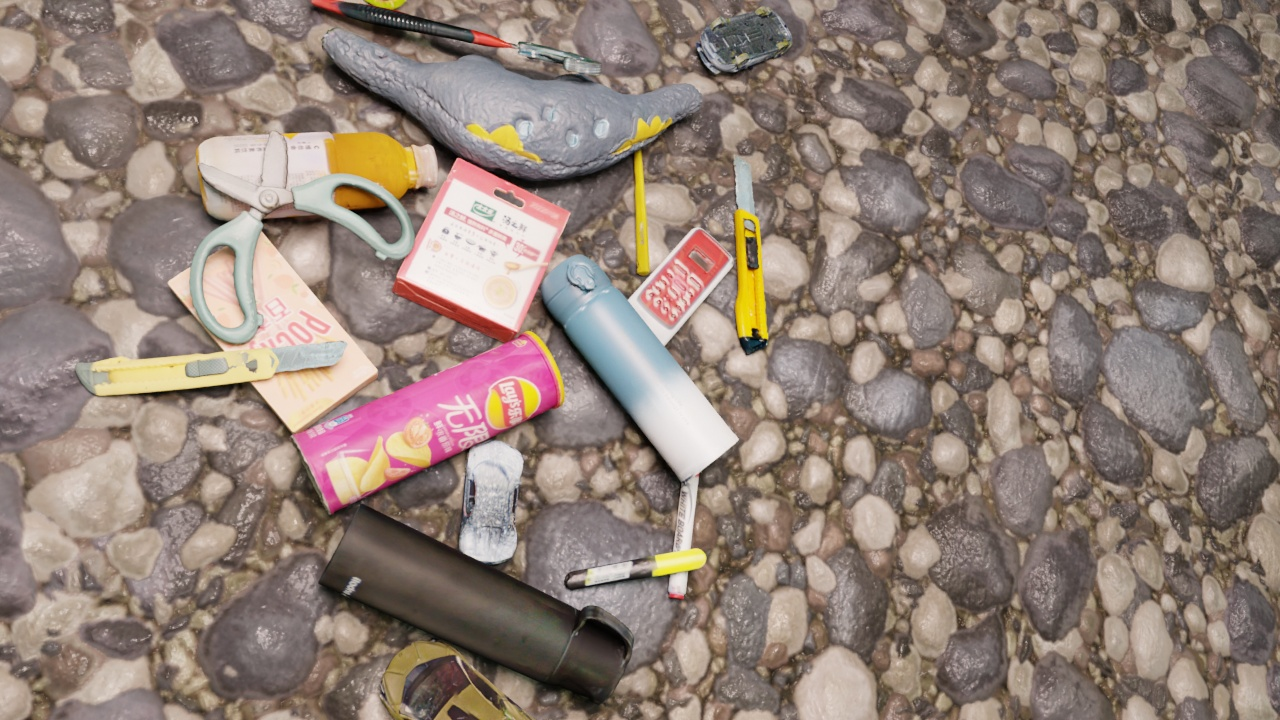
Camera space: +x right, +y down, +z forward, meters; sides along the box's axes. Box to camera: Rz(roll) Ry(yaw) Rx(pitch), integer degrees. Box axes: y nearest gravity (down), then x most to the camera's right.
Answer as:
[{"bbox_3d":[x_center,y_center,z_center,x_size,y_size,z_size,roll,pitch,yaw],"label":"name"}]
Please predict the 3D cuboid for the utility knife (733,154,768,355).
[{"bbox_3d":[0.107,-0.110,0.920,0.033,0.015,0.215,4,74,-21],"label":"utility knife"}]

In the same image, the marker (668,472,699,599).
[{"bbox_3d":[0.041,0.141,0.827,0.017,0.017,0.145,14,71,-15],"label":"marker"}]

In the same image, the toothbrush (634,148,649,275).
[{"bbox_3d":[-0.005,-0.174,0.899,0.016,0.016,0.190,0,75,-15],"label":"toothbrush"}]

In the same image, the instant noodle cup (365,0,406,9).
[{"bbox_3d":[-0.213,-0.405,0.848,0.111,0.112,0.123,44,58,-3],"label":"instant noodle cup"}]

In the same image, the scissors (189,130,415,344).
[{"bbox_3d":[-0.269,-0.090,0.732,0.169,0.019,0.171,11,88,-23],"label":"scissors"}]

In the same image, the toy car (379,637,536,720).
[{"bbox_3d":[-0.133,0.274,0.695,0.158,0.042,0.070,33,64,18],"label":"toy car"}]

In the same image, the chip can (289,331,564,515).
[{"bbox_3d":[-0.169,0.048,0.749,0.210,0.072,0.071,-25,85,-24],"label":"chip can"}]

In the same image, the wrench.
[{"bbox_3d":[-0.166,-0.294,0.830,0.273,0.056,0.016,15,111,5],"label":"wrench"}]

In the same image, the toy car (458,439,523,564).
[{"bbox_3d":[-0.125,0.117,0.768,0.049,0.031,0.105,7,72,-18],"label":"toy car"}]

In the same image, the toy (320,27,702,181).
[{"bbox_3d":[-0.108,-0.228,0.836,0.356,0.092,0.137,6,61,-16],"label":"toy"}]

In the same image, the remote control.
[{"bbox_3d":[0.034,-0.069,0.881,0.056,0.020,0.135,43,66,-4],"label":"remote control"}]

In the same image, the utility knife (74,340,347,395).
[{"bbox_3d":[-0.331,0.004,0.714,0.204,0.021,0.031,-6,91,-10],"label":"utility knife"}]

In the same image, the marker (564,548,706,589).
[{"bbox_3d":[-0.004,0.180,0.791,0.124,0.015,0.018,-8,73,-9],"label":"marker"}]

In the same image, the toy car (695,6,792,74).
[{"bbox_3d":[0.111,-0.340,0.976,0.120,0.037,0.054,-30,86,-34],"label":"toy car"}]

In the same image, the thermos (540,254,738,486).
[{"bbox_3d":[-0.005,0.005,0.811,0.070,0.070,0.220,-36,85,-24],"label":"thermos"}]

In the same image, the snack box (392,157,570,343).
[{"bbox_3d":[-0.140,-0.096,0.814,0.113,0.044,0.127,25,70,-10],"label":"snack box"}]

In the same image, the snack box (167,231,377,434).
[{"bbox_3d":[-0.297,-0.024,0.749,0.084,0.026,0.157,-40,90,-24],"label":"snack box"}]

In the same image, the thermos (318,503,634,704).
[{"bbox_3d":[-0.121,0.187,0.720,0.242,0.090,0.068,27,32,-11],"label":"thermos"}]

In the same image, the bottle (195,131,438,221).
[{"bbox_3d":[-0.268,-0.158,0.773,0.189,0.068,0.068,-9,78,-21],"label":"bottle"}]
